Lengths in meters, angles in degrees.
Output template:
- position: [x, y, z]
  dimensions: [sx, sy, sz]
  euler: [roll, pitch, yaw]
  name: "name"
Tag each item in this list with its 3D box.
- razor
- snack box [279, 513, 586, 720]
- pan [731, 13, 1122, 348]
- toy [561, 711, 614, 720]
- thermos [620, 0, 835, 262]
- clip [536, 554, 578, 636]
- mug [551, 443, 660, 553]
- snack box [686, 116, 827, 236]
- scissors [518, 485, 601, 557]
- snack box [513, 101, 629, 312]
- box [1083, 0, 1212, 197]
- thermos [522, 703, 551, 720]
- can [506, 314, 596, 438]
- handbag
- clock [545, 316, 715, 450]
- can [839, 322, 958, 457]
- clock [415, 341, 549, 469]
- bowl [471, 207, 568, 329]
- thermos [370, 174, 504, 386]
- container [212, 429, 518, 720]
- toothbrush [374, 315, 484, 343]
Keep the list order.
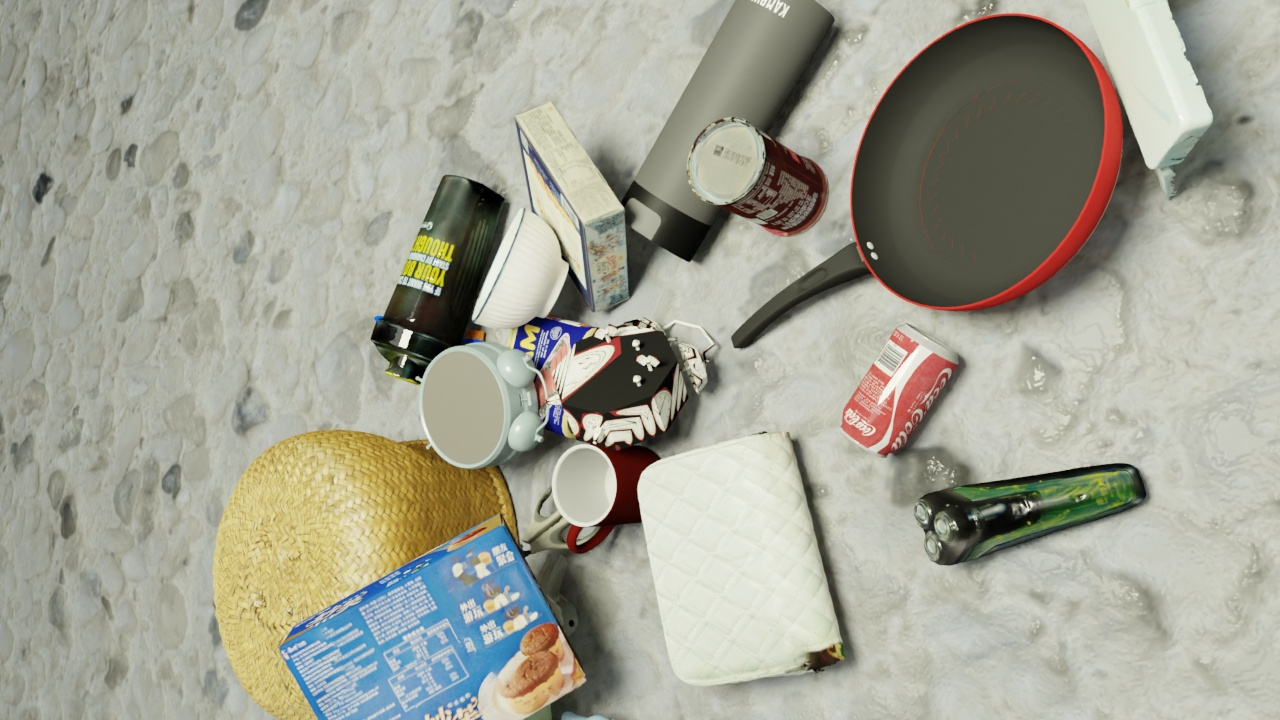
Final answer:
- position: [0.271, 0.105, 0.643]
  dimensions: [0.152, 0.067, 0.054]
  euler: [-19, 78, 24]
  name: "razor"
- position: [-0.172, 0.250, 0.783]
  dimensions: [0.202, 0.069, 0.155]
  euler: [-28, 93, -9]
  name: "snack box"
- position: [0.200, -0.101, 0.709]
  dimensions: [0.357, 0.067, 0.208]
  euler: [-43, 50, 43]
  name: "pan"
- position: [0.001, 0.399, 0.777]
  dimensions: [0.172, 0.120, 0.222]
  euler: [-35, 67, 38]
  name: "toy"
- position: [0.069, -0.209, 0.807]
  dimensions: [0.082, 0.082, 0.241]
  euler: [40, 107, 31]
  name: "thermos"
- position: [-0.084, 0.248, 0.910]
  dimensions: [0.058, 0.050, 0.102]
  euler: [31, 104, 26]
  name: "clip"
- position: [-0.033, 0.128, 0.840]
  dimensions: [0.073, 0.082, 0.106]
  euler: [27, 100, 34]
  name: "mug"
- position: [0.098, -0.149, 0.757]
  dimensions: [0.072, 0.121, 0.072]
  euler: [-4, 83, 35]
  name: "snack box"
- position: [-0.102, 0.185, 0.873]
  dimensions: [0.121, 0.013, 0.170]
  euler: [15, 60, 22]
  name: "scissors"
- position: [-0.063, -0.140, 0.860]
  dimensions: [0.042, 0.145, 0.144]
  euler: [-26, 64, -12]
  name: "snack box"
- position: [0.317, -0.213, 0.602]
  dimensions: [0.041, 0.134, 0.197]
  euler: [-15, 76, 15]
  name: "box"
- position: [-0.115, 0.371, 0.866]
  dimensions: [0.082, 0.082, 0.231]
  euler: [-6, 89, 34]
  name: "thermos"
- position: [-0.084, 0.013, 0.906]
  dimensions: [0.092, 0.056, 0.116]
  euler: [16, 94, 34]
  name: "can"
- position: [0.083, 0.165, 0.764]
  dimensions: [0.139, 0.072, 0.194]
  euler: [-18, 74, 23]
  name: "handbag"
- position: [-0.005, 0.005, 0.815]
  dimensions: [0.154, 0.065, 0.115]
  euler: [-36, 43, -19]
  name: "clock"
- position: [0.198, 0.024, 0.708]
  dimensions: [0.054, 0.054, 0.097]
  euler: [39, 107, 32]
  name: "can"
- position: [-0.149, 0.043, 0.885]
  dimensions: [0.160, 0.045, 0.122]
  euler: [-8, 90, 36]
  name: "clock"
- position: [-0.108, -0.078, 0.869]
  dimensions: [0.118, 0.062, 0.118]
  euler: [-58, 17, 28]
  name: "bowl"
- position: [-0.214, -0.082, 0.976]
  dimensions: [0.098, 0.098, 0.220]
  euler: [13, 82, 35]
  name: "thermos"
- position: [-0.294, 0.223, 0.948]
  dimensions: [0.308, 0.196, 0.307]
  euler: [-4, 84, 36]
  name: "container"
- position: [-0.244, -0.038, 1.048]
  dimensions: [0.183, 0.016, 0.018]
  euler: [12, 86, 35]
  name: "toothbrush"
